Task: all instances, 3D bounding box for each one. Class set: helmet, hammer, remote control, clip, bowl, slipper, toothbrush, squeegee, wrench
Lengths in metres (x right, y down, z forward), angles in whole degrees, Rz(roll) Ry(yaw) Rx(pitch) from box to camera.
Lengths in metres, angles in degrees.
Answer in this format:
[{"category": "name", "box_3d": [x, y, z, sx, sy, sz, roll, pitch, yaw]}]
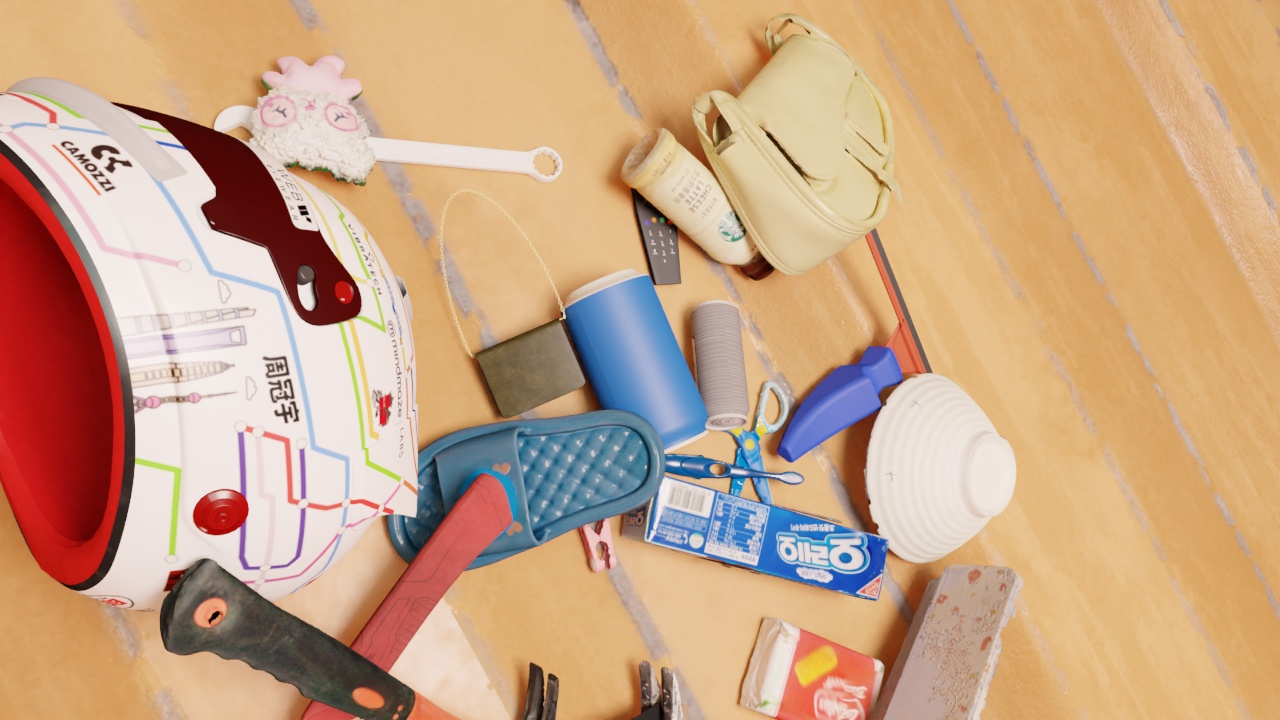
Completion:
[{"category": "helmet", "box_3d": [-0.257, -0.010, 0.555, 0.235, 0.232, 0.314, -26, 104, -53]}, {"category": "hammer", "box_3d": [-0.085, 0.274, 0.605, 0.325, 0.036, 0.140, 19, 77, -45]}, {"category": "hammer", "box_3d": [-0.190, 0.209, 0.612, 0.126, 0.036, 0.315, 36, 80, -10]}, {"category": "remote control", "box_3d": [0.014, -0.127, 0.820, 0.039, 0.010, 0.124, -5, 81, -24]}, {"category": "clip", "box_3d": [-0.031, 0.140, 0.739, 0.037, 0.022, 0.058, -11, 89, -27]}, {"category": "bowl", "box_3d": [0.288, 0.100, 0.829, 0.177, 0.071, 0.177, 0, 90, -37]}, {"category": "hammer", "box_3d": [-0.156, 0.210, 0.566, 0.132, 0.033, 0.333, -57, 137, -19]}, {"category": "slipper", "box_3d": [-0.086, 0.090, 0.680, 0.213, 0.059, 0.103, -17, 84, -3]}, {"category": "toothbrush", "box_3d": [0.076, 0.095, 0.788, 0.132, 0.016, 0.021, 8, 81, -8]}, {"category": "squeegee", "box_3d": [0.190, 0.032, 0.837, 0.184, 0.055, 0.249, -37, 111, -26]}, {"category": "wrench", "box_3d": [-0.194, -0.169, 0.741, 0.273, 0.009, 0.047, 0, 79, -23]}]

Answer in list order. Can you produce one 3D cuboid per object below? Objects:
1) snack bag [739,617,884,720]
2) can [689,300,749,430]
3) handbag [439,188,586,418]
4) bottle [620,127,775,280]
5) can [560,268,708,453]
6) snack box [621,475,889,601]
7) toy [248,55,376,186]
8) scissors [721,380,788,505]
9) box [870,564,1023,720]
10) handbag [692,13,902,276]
[{"category": "snack bag", "box_3d": [0.147, 0.273, 0.777, 0.116, 0.036, 0.076, 26, 69, -16]}, {"category": "can", "box_3d": [0.068, 0.004, 0.788, 0.044, 0.044, 0.106, 5, 67, -22]}, {"category": "handbag", "box_3d": [-0.109, -0.049, 0.725, 0.084, 0.027, 0.178, -23, 92, 1]}, {"category": "bottle", "box_3d": [0.058, -0.132, 0.806, 0.162, 0.057, 0.056, 37, 66, -25]}, {"category": "can", "box_3d": [-0.004, 0.004, 0.746, 0.078, 0.079, 0.146, -22, 88, -26]}, {"category": "snack box", "box_3d": [0.098, 0.148, 0.767, 0.226, 0.060, 0.059, 17, 78, -20]}, {"category": "toy", "box_3d": [-0.250, -0.188, 0.695, 0.095, 0.041, 0.108, 1, 72, -22]}, {"category": "scissors", "box_3d": [0.103, 0.074, 0.816, 0.104, 0.019, 0.132, -16, 86, -20]}, {"category": "box", "box_3d": [0.257, 0.283, 0.765, 0.215, 0.096, 0.105, -54, 127, -31]}, {"category": "handbag", "box_3d": [0.151, -0.202, 0.821, 0.191, 0.089, 0.232, 47, 47, -14]}]
